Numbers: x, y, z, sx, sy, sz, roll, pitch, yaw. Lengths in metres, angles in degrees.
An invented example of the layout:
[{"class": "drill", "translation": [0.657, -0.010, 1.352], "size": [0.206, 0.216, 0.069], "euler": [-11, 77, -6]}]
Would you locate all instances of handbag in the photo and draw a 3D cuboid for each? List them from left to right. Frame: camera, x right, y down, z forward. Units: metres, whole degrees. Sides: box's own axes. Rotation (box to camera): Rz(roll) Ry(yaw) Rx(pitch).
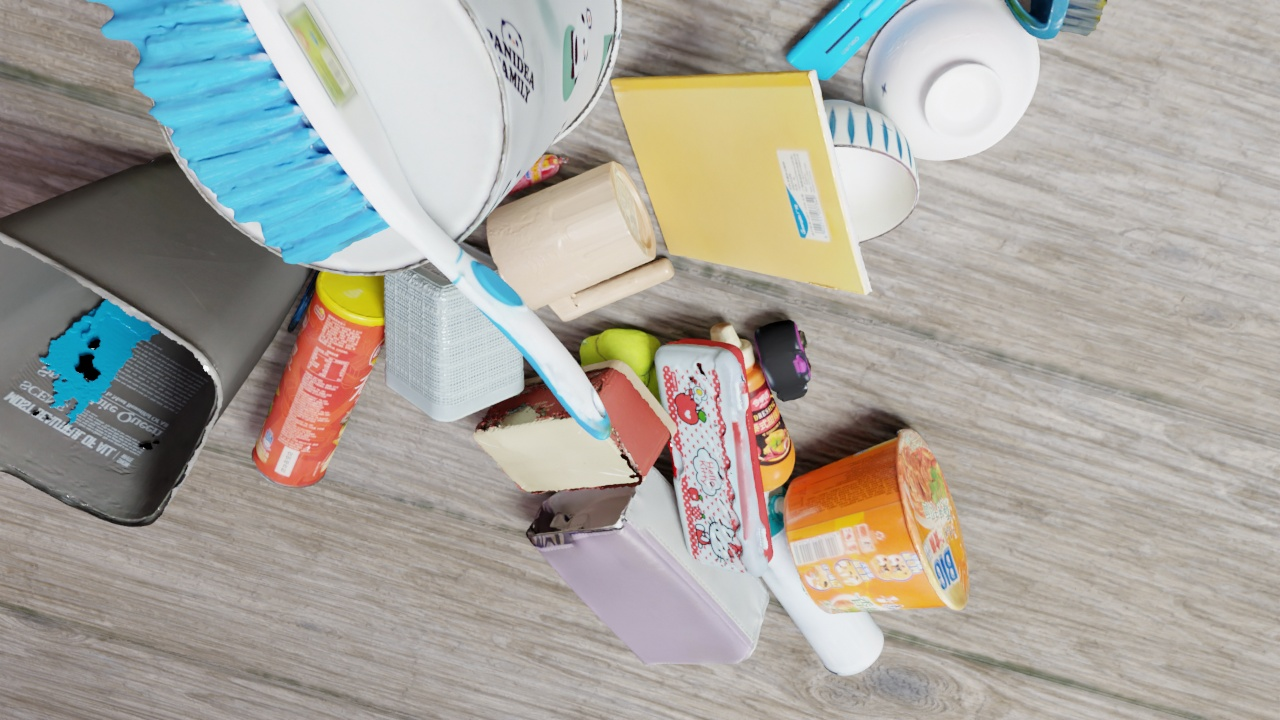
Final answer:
[{"class": "handbag", "translation": [0.007, 0.193, 0.855], "size": [0.145, 0.098, 0.197], "euler": [-23, 117, 36]}]

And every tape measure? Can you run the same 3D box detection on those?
[{"class": "tape measure", "translation": [0.117, -0.004, 0.742], "size": [0.039, 0.057, 0.058], "euler": [-16, 132, 11]}]

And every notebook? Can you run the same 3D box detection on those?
[{"class": "notebook", "translation": [0.060, -0.123, 0.619], "size": [0.010, 0.206, 0.146], "euler": [-34, 119, -23]}]

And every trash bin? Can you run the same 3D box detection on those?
[{"class": "trash bin", "translation": [-0.381, -0.031, 0.701], "size": [0.199, 0.219, 0.199], "euler": [34, 119, -13]}, {"class": "trash bin", "translation": [-0.140, -0.185, 0.552], "size": [0.229, 0.251, 0.230], "euler": [3, 122, 5]}]

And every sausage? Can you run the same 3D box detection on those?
[{"class": "sausage", "translation": [-0.125, -0.131, 0.721], "size": [0.156, 0.020, 0.020], "euler": [-19, 117, 18]}]

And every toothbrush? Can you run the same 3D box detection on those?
[{"class": "toothbrush", "translation": [-0.259, -0.088, 0.771], "size": [0.016, 0.014, 0.190], "euler": [18, 126, -32]}]

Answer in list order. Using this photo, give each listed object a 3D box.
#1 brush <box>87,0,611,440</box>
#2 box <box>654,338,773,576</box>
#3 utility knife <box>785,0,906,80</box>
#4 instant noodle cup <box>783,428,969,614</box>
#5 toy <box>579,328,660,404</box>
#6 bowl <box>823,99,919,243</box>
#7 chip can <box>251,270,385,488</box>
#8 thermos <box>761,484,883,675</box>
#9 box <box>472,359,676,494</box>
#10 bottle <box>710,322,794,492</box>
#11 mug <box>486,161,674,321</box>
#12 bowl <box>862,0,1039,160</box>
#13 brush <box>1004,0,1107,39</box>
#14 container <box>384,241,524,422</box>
[{"class": "brush", "translation": [-0.124, -0.065, 0.447], "size": [0.109, 0.060, 0.315], "euler": [-18, 120, 14]}, {"class": "box", "translation": [0.060, 0.081, 0.742], "size": [0.087, 0.047, 0.201], "euler": [9, 115, 45]}, {"class": "utility knife", "translation": [0.174, -0.257, 0.601], "size": [0.034, 0.018, 0.186], "euler": [40, 117, -15]}, {"class": "instant noodle cup", "translation": [0.197, 0.144, 0.776], "size": [0.112, 0.151, 0.151], "euler": [-20, 117, 28]}, {"class": "toy", "translation": [-0.005, 0.005, 0.780], "size": [0.100, 0.031, 0.097], "euler": [39, 119, -20]}, {"class": "bowl", "translation": [0.132, -0.137, 0.640], "size": [0.116, 0.066, 0.117], "euler": [5, 154, 2]}, {"class": "chip can", "translation": [-0.277, 0.019, 0.804], "size": [0.073, 0.073, 0.217], "euler": [27, 121, -9]}, {"class": "thermos", "translation": [0.150, 0.196, 0.854], "size": [0.073, 0.073, 0.224], "euler": [-25, 115, 21]}, {"class": "box", "translation": [-0.064, 0.063, 0.758], "size": [0.169, 0.076, 0.091], "euler": [-13, 123, 47]}, {"class": "bottle", "translation": [0.086, 0.037, 0.773], "size": [0.067, 0.066, 0.149], "euler": [-11, 112, 15]}, {"class": "mug", "translation": [-0.042, -0.084, 0.710], "size": [0.104, 0.084, 0.124], "euler": [-20, 141, 17]}, {"class": "bowl", "translation": [0.212, -0.181, 0.614], "size": [0.118, 0.064, 0.118], "euler": [3, 122, 5]}, {"class": "brush", "translation": [0.255, -0.270, 0.558], "size": [0.073, 0.055, 0.144], "euler": [2, 122, 7]}, {"class": "container", "translation": [-0.150, -0.027, 0.734], "size": [0.090, 0.089, 0.112], "euler": [28, 128, 35]}]
